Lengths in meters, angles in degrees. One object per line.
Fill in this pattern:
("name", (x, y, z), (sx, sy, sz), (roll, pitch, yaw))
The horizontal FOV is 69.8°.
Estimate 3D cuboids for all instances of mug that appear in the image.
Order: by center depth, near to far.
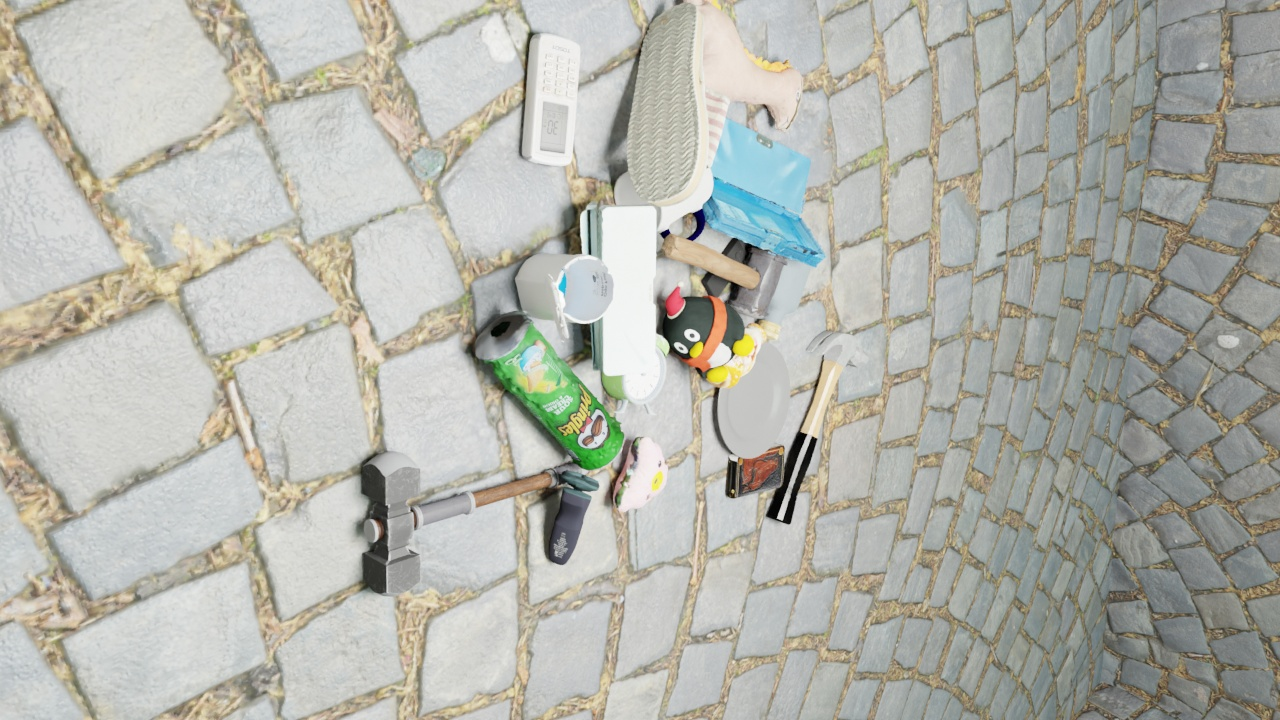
("mug", (0.037, -0.195, 1.123), (0.096, 0.079, 0.112), (-36, 101, -35))

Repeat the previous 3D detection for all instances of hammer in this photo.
("hammer", (-0.167, 0.153, 1.045), (0.321, 0.043, 0.156), (-10, 108, -47))
("hammer", (0.109, -0.121, 1.190), (0.327, 0.052, 0.098), (11, 100, -62))
("hammer", (0.281, 0.108, 1.504), (0.131, 0.039, 0.328), (27, 81, -45))

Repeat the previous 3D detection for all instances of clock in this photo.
("clock", (-0.007, 0.007, 1.168), (0.094, 0.043, 0.119), (9, 95, -48))

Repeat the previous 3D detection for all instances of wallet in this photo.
("wallet", (0.180, 0.171, 1.426), (0.122, 0.019, 0.072), (-5, 100, -46))

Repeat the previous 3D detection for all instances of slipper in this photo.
("slipper", (0.045, -0.293, 1.059), (0.052, 0.115, 0.262), (26, 59, -48))

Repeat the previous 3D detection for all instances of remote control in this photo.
("remote control", (-0.098, -0.284, 1.006), (0.060, 0.025, 0.138), (-4, 103, -46))
("remote control", (0.136, -0.152, 1.297), (0.149, 0.013, 0.034), (-54, 133, -22))

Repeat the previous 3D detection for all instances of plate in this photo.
("plate", (0.169, 0.059, 1.384), (0.178, 0.012, 0.178), (-9, 102, -45))

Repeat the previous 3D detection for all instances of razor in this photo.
("razor", (-0.086, 0.193, 1.114), (0.052, 0.047, 0.143), (-62, 170, -62))

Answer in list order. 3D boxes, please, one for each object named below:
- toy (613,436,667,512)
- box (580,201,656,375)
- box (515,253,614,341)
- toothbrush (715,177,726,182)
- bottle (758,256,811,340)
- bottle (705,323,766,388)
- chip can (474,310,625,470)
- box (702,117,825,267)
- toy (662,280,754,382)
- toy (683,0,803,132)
("toy", (0.004, 0.155, 1.214), (0.093, 0.050, 0.102), (29, 82, -52))
("box", (-0.036, -0.087, 1.084), (0.085, 0.096, 0.199), (-4, 104, -19))
("box", (-0.085, -0.069, 0.984), (0.118, 0.160, 0.084), (-17, 106, -35))
("toothbrush", (0.083, -0.294, 1.203), (0.016, 0.015, 0.187), (-46, 129, -29))
("bottle", (0.212, -0.110, 1.365), (0.072, 0.046, 0.161), (26, 81, -47))
("bottle", (0.134, -0.010, 1.297), (0.108, 0.063, 0.063), (-42, 128, -32))
("chip can", (-0.101, 0.037, 1.054), (0.075, 0.075, 0.223), (-55, 133, -21))
("box", (0.158, -0.223, 1.250), (0.231, 0.066, 0.172), (13, 66, -43))
("toy", (0.077, -0.040, 1.208), (0.119, 0.098, 0.099), (20, 40, -25))
("toy", (0.140, -0.400, 1.202), (0.263, 0.065, 0.196), (-15, 112, -46))
